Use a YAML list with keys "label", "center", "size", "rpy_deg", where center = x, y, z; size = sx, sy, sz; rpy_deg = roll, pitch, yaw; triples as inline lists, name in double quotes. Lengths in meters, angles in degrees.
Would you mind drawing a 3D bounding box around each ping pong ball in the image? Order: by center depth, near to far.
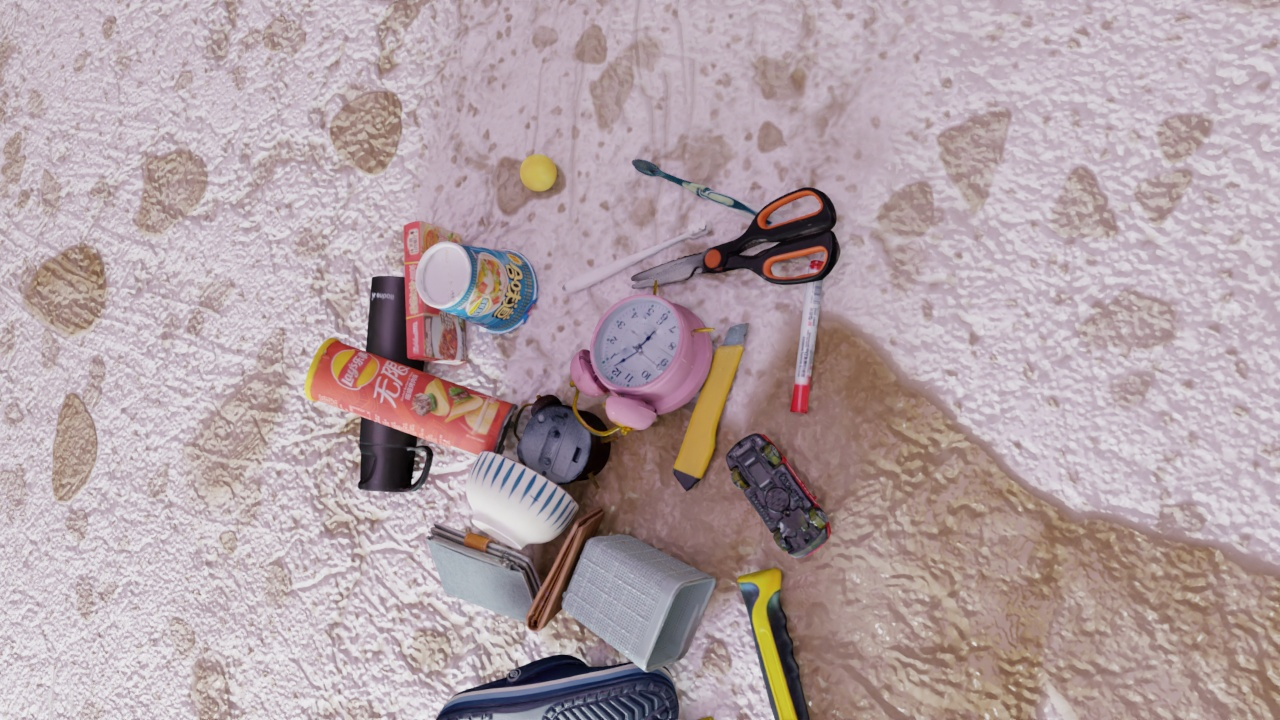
- label: "ping pong ball"
  center: [-0.112, -0.206, 1.005]
  size: [0.040, 0.040, 0.040]
  rpy_deg: [-3, 83, 26]

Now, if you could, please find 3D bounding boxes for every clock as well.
- label: "clock"
  center: [-0.005, 0.005, 0.905]
  size: [0.158, 0.059, 0.117]
  rpy_deg: [-50, 58, 4]
- label: "clock"
  center: [-0.086, 0.083, 0.955]
  size: [0.122, 0.055, 0.082]
  rpy_deg: [23, 95, 27]

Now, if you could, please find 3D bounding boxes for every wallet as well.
- label: "wallet"
  center: [-0.071, 0.204, 0.911]
  size: [0.020, 0.101, 0.115]
  rpy_deg: [26, 96, 10]
- label: "wallet"
  center: [-0.160, 0.223, 0.967]
  size: [0.130, 0.036, 0.107]
  rpy_deg: [12, 130, 27]

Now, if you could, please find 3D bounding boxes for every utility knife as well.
- label: "utility knife"
  center: [0.072, 0.044, 0.903]
  size: [0.033, 0.015, 0.176]
  rpy_deg: [21, 93, 21]

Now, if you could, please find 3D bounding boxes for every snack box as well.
- label: "snack box"
  center: [-0.230, -0.074, 1.031]
  size: [0.025, 0.075, 0.152]
  rpy_deg: [-8, 81, 26]

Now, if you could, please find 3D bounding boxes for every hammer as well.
- label: "hammer"
  center: [0.141, 0.353, 0.828]
  size: [0.126, 0.031, 0.323]
  rpy_deg: [-19, 77, 23]

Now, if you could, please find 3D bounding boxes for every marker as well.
- label: "marker"
  center: [0.158, -0.022, 0.867]
  size: [0.017, 0.017, 0.145]
  rpy_deg: [6, 87, 27]

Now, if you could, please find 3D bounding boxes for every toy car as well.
- label: "toy car"
  center: [0.129, 0.124, 0.850]
  size: [0.053, 0.045, 0.120]
  rpy_deg: [-38, 72, 20]

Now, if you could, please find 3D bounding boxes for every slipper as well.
- label: "slipper"
  center: [-0.078, 0.347, 0.906]
  size: [0.253, 0.095, 0.105]
  rpy_deg: [-14, 110, 13]

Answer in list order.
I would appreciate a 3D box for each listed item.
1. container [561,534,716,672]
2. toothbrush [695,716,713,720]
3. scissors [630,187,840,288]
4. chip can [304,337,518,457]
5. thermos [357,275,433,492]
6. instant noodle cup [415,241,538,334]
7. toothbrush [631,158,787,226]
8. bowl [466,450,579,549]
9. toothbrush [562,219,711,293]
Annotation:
- label: "container"
  center: [-0.004, 0.226, 0.884]
  size: [0.111, 0.089, 0.090]
  rpy_deg: [25, 96, 30]
- label: "toothbrush"
  center: [-0.012, 0.383, 0.908]
  size: [0.190, 0.016, 0.015]
  rpy_deg: [-24, 74, 22]
- label: "scissors"
  center: [0.087, -0.116, 0.906]
  size: [0.235, 0.021, 0.139]
  rpy_deg: [13, 91, 34]
- label: "chip can"
  center: [-0.244, 0.044, 0.980]
  size: [0.216, 0.073, 0.073]
  rpy_deg: [20, 94, 1]
- label: "thermos"
  center: [-0.272, 0.028, 1.051]
  size: [0.090, 0.068, 0.242]
  rpy_deg: [2, 87, 15]
- label: "instant noodle cup"
  center: [-0.180, -0.084, 0.988]
  size: [0.099, 0.109, 0.099]
  rpy_deg: [-3, 82, 26]
- label: "toothbrush"
  center: [0.067, -0.169, 0.926]
  size: [0.192, 0.018, 0.016]
  rpy_deg: [28, 98, 26]
- label: "bowl"
  center: [-0.128, 0.149, 0.926]
  size: [0.116, 0.116, 0.066]
  rpy_deg: [18, 66, 27]
- label: "toothbrush"
  center: [-0.008, -0.107, 0.957]
  size: [0.180, 0.016, 0.016]
  rpy_deg: [-22, 73, 23]
